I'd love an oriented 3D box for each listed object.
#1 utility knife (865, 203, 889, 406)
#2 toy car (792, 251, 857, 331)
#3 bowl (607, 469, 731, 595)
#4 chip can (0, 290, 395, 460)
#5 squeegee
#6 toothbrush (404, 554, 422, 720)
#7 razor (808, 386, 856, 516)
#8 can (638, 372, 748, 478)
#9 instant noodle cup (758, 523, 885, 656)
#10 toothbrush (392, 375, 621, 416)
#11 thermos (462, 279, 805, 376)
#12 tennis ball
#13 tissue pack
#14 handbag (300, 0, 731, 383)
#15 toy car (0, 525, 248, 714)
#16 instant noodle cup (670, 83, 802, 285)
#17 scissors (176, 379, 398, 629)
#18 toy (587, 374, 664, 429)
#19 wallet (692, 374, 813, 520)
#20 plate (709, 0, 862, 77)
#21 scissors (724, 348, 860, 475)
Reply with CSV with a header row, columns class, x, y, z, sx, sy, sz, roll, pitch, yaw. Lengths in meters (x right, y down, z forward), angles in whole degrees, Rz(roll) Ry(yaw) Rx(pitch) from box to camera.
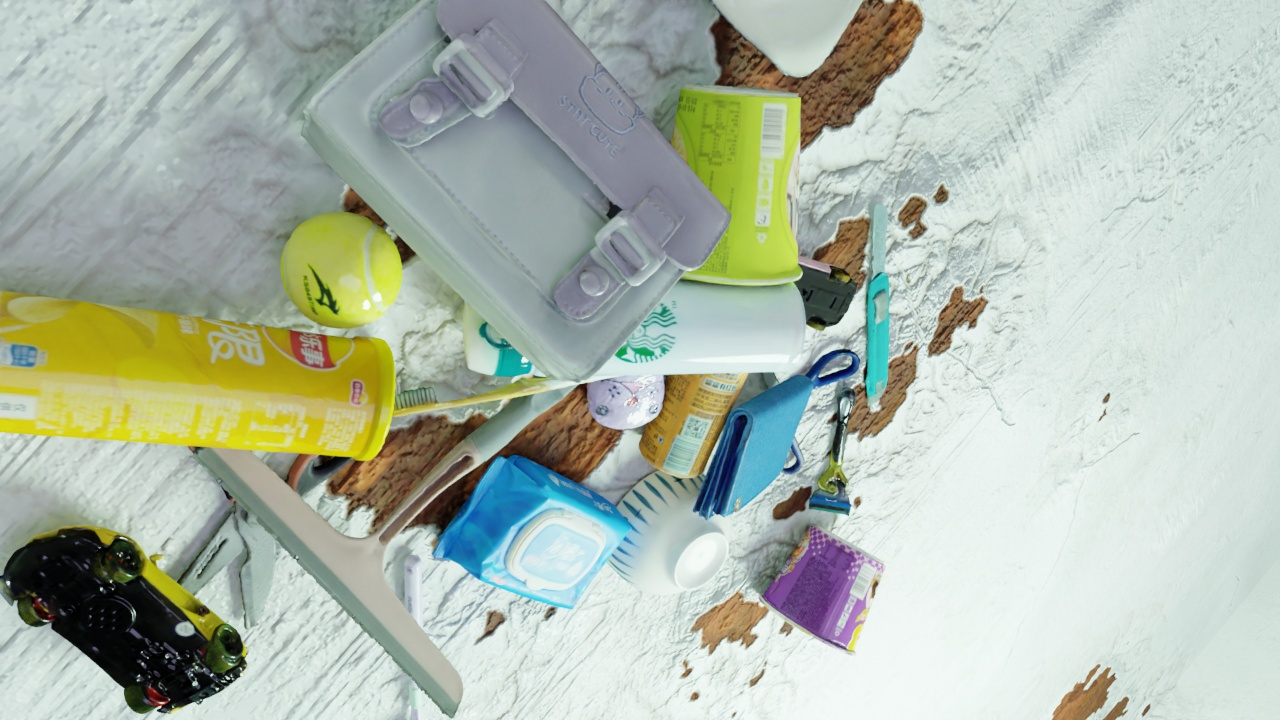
class,x,y,z,sx,sy,sz,roll,pitch,yaw
utility knife,0.221,-0.046,0.852,0.029,0.013,0.223,-28,130,-22
toy car,0.123,-0.062,0.754,0.122,0.037,0.056,13,111,-28
bowl,0.033,0.156,0.794,0.116,0.066,0.117,-19,126,-29
chip can,-0.240,0.011,0.475,0.213,0.072,0.072,8,111,-33
squeegee,-0.115,0.067,0.624,0.249,0.040,0.248,-43,115,-22
toothbrush,-0.177,0.228,0.710,0.021,0.029,0.189,-55,154,-62
razor,0.196,0.088,0.910,0.043,0.022,0.143,6,116,8
can,0.049,0.019,0.721,0.058,0.058,0.146,4,118,-39
instant noodle cup,0.191,0.229,0.939,0.111,0.112,0.099,32,85,-44
toothbrush,-0.074,0.014,0.614,0.191,0.016,0.018,-11,92,-31
thermos,-0.005,-0.022,0.609,0.224,0.073,0.073,-1,118,-16
tennis ball,-0.167,-0.050,0.515,0.065,0.065,0.066,-19,126,-28
tissue pack,-0.078,0.134,0.704,0.095,0.052,0.157,-53,134,1
handbag,-0.061,-0.103,0.502,0.197,0.099,0.144,46,72,-17
toy car,-0.299,0.152,0.544,0.071,0.041,0.156,-29,121,3
instant noodle cup,0.062,-0.124,0.627,0.111,0.112,0.123,-8,112,-34
scissors,-0.235,0.076,0.576,0.188,0.015,0.227,-24,129,-25
toy,-0.004,0.004,0.689,0.083,0.039,0.108,5,113,-17
wallet,0.097,0.071,0.772,0.132,0.040,0.106,-20,133,-56
plate,0.100,-0.289,0.598,0.164,0.034,0.164,28,97,-43
scissors,0.133,0.042,0.840,0.172,0.012,0.163,-20,126,-25
